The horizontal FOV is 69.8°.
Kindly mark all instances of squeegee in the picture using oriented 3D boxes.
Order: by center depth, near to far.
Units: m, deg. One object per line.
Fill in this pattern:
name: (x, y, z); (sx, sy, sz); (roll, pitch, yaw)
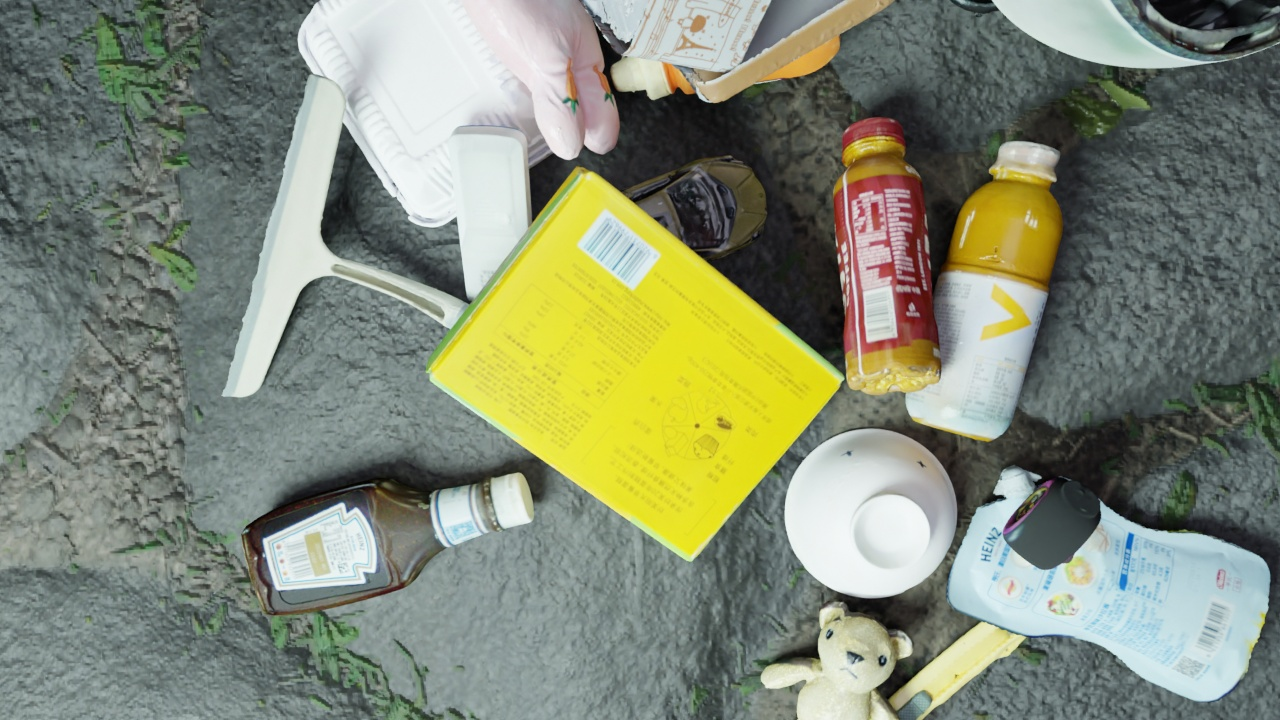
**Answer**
squeegee: (-0.133, -0.032, 0.625); (0.246, 0.039, 0.247); (24, 118, -8)

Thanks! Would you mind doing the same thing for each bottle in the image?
bottle: (0.155, -0.069, 0.586); (0.057, 0.057, 0.174); (-1, 75, 3)
bottle: (0.226, -0.045, 0.594); (0.068, 0.068, 0.189); (15, 93, 2)
bottle: (0.052, -0.207, 0.603); (0.150, 0.066, 0.067); (-14, 92, 11)
bottle: (-0.172, 0.119, 0.636); (0.195, 0.044, 0.080); (-15, 92, 3)

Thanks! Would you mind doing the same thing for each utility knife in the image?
utility knife: (0.189, 0.241, 0.638); (0.216, 0.022, 0.031); (-43, 84, 8)

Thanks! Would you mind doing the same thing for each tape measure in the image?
tape measure: (0.260, 0.103, 0.575); (0.039, 0.057, 0.058); (43, 87, 13)

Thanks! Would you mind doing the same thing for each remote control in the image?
remote control: (-0.096, -0.092, 0.602); (0.049, 0.024, 0.125); (4, 130, 4)

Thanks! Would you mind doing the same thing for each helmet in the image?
helmet: (0.283, -0.296, 0.531); (0.230, 0.157, 0.273); (28, 78, -31)

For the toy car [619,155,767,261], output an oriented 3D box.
toy car: (0.010, -0.090, 0.619); (0.158, 0.042, 0.070); (-21, 92, 1)

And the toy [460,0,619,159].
toy: (-0.061, -0.205, 0.583); (0.054, 0.121, 0.159); (-23, 97, 29)

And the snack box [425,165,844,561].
snack box: (-0.003, 0.003, 0.580); (0.210, 0.070, 0.158); (37, 97, -15)

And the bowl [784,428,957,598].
bowl: (0.158, 0.107, 0.606); (0.118, 0.064, 0.118); (0, 92, 4)

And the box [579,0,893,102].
box: (0.048, -0.254, 0.541); (0.174, 0.152, 0.182); (-4, 49, -32)

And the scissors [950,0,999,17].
scissors: (0.180, -0.294, 0.616); (0.179, 0.014, 0.159); (-26, 89, 7)

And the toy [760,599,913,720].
toy: (0.125, 0.243, 0.613); (0.105, 0.066, 0.157); (21, 86, 19)

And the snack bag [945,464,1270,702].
snack bag: (0.310, 0.147, 0.613); (0.191, 0.039, 0.110); (21, 96, 5)

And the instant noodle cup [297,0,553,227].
instant noodle cup: (-0.144, -0.193, 0.614); (0.138, 0.060, 0.173); (-32, 89, 4)
